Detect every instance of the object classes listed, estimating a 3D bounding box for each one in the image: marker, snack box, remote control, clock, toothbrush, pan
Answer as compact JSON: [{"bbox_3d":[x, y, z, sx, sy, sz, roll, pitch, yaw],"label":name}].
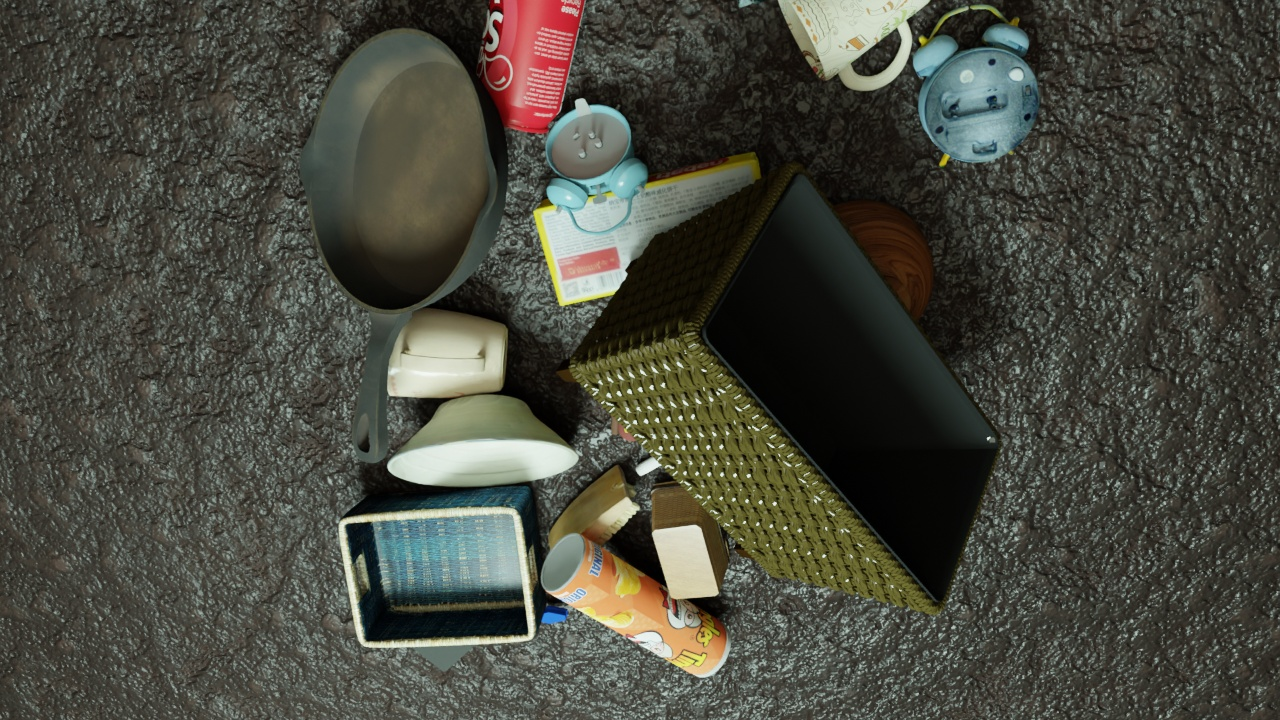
[{"bbox_3d":[0.052,0.078,0.905,0.132,0.014,0.014,-32,106,16],"label":"marker"},{"bbox_3d":[0.013,-0.116,0.815,0.201,0.042,0.092,-12,111,10],"label":"snack box"},{"bbox_3d":[-0.195,0.286,1.011,0.058,0.013,0.134,43,109,-12],"label":"remote control"},{"bbox_3d":[-0.039,-0.160,0.770,0.087,0.042,0.123,-13,68,9],"label":"clock"},{"bbox_3d":[-0.172,0.274,0.988,0.187,0.011,0.016,-1,111,4],"label":"toothbrush"},{"bbox_3d":[0.270,-0.223,0.745,0.089,0.051,0.124,-9,110,10],"label":"clock"},{"bbox_3d":[-0.200,-0.089,0.770,0.249,0.043,0.356,14,101,36],"label":"pan"}]

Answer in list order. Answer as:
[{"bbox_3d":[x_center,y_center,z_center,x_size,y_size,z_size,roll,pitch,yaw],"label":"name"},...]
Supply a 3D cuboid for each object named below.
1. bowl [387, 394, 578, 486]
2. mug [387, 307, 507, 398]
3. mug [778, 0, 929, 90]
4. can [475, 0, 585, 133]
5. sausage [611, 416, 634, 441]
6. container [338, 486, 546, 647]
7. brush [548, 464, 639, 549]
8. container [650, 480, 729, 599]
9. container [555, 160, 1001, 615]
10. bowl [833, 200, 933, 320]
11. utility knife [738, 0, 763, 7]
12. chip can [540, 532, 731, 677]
[{"bbox_3d":[-0.149,0.073,0.873,0.177,0.177,0.057,-8,70,8],"label":"bowl"},{"bbox_3d":[-0.177,-0.004,0.840,0.104,0.111,0.085,4,98,-6],"label":"mug"},{"bbox_3d":[0.178,-0.268,0.730,0.097,0.081,0.122,-29,130,10],"label":"mug"},{"bbox_3d":[-0.089,-0.264,0.745,0.074,0.074,0.143,16,112,-2],"label":"can"},{"bbox_3d":[-0.005,0.005,0.867,0.040,0.040,0.156,4,112,3],"label":"sausage"},{"bbox_3d":[-0.198,0.209,0.939,0.187,0.071,0.145,-4,102,7],"label":"container"},{"bbox_3d":[-0.047,0.163,0.931,0.039,0.049,0.117,32,112,-33],"label":"brush"},{"bbox_3d":[0.048,0.182,0.916,0.063,0.061,0.114,-8,117,14],"label":"container"},{"bbox_3d":[0.105,0.037,0.745,0.205,0.176,0.321,-10,131,51],"label":"container"},{"bbox_3d":[0.191,-0.057,0.789,0.147,0.068,0.147,-5,120,-8],"label":"bowl"},{"bbox_3d":[0.155,-0.327,0.730,0.171,0.020,0.029,-22,107,14],"label":"utility knife"},{"bbox_3d":[-0.001,0.249,0.923,0.210,0.062,0.062,38,111,-27],"label":"chip can"}]
